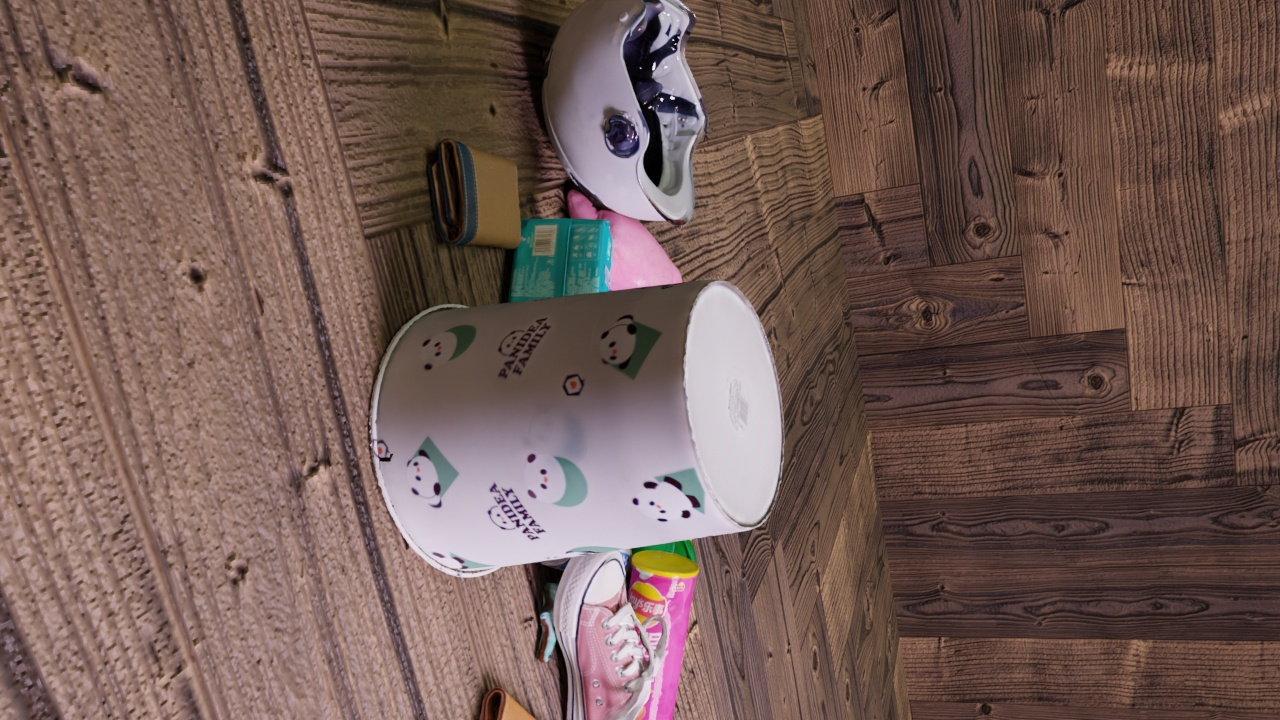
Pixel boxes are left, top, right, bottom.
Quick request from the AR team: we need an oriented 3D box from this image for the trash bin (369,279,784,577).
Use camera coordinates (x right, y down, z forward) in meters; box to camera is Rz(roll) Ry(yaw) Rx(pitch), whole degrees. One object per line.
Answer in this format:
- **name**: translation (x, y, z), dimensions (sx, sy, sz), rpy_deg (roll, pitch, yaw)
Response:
- **trash bin**: translation (-0.038, 0.048, 0.718), dimensions (0.229, 0.252, 0.229), rpy_deg (27, 58, -56)

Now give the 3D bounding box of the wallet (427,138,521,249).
- **wallet**: translation (-0.145, -0.147, 0.830), dimensions (0.115, 0.033, 0.090), rpy_deg (-12, 98, -69)

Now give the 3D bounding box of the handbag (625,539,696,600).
- **handbag**: translation (0.012, 0.237, 1.064), dimensions (0.131, 0.068, 0.120), rpy_deg (-70, 146, -48)

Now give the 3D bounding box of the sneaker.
- **sneaker**: translation (-0.024, 0.288, 0.880), dimensions (0.118, 0.088, 0.241), rpy_deg (-21, 115, -53)

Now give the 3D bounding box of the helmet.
- **helmet**: translation (-0.026, -0.274, 1.006), dimensions (0.228, 0.146, 0.259), rpy_deg (-48, 135, -60)

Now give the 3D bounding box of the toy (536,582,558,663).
- **toy**: translation (-0.075, 0.253, 0.902), dimensions (0.092, 0.030, 0.096), rpy_deg (47, 49, -49)

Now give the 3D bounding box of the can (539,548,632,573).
- **can**: translation (-0.056, 0.190, 0.927), dimensions (0.134, 0.053, 0.053), rpy_deg (40, 48, -60)

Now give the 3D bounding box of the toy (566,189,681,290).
- **toy**: translation (-0.014, -0.122, 1.066), dimensions (0.194, 0.075, 0.178), rpy_deg (32, 30, -39)

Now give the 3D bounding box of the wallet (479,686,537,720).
- **wallet**: translation (-0.106, 0.360, 0.790), dimensions (0.132, 0.031, 0.107), rpy_deg (61, 28, -43)

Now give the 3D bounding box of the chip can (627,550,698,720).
- **chip can**: translation (0.011, 0.313, 0.968), dimensions (0.071, 0.071, 0.210), rpy_deg (-4, 104, -68)

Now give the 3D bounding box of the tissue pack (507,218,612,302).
- **tissue pack**: translation (-0.077, -0.076, 0.894), dimensions (0.050, 0.093, 0.133), rpy_deg (72, 20, -67)
